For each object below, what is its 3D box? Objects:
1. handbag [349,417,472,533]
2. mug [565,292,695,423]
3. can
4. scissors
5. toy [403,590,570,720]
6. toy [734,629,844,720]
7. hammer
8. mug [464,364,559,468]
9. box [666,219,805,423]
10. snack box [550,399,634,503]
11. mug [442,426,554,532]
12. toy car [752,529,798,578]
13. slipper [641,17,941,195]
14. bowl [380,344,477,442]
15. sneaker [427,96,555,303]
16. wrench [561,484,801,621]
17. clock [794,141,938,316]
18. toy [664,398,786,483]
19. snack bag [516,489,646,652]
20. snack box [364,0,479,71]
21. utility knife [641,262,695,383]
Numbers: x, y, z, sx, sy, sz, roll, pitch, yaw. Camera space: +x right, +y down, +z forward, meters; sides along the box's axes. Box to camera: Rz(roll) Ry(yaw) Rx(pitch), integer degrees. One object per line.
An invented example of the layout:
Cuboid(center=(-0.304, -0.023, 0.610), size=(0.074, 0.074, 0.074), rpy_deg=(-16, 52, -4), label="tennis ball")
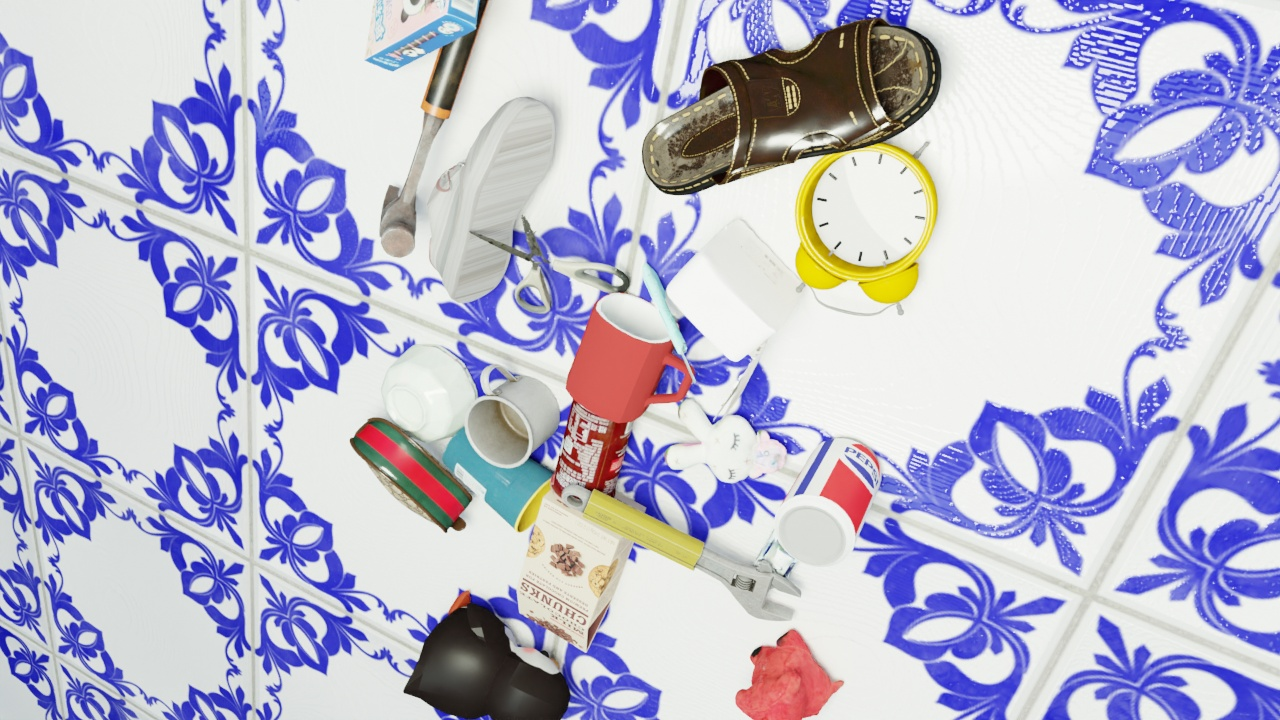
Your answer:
Cuboid(center=(-0.269, 0.136, 1.079), size=(0.166, 0.063, 0.138), rpy_deg=(48, 161, -22), label="handbag")
Cuboid(center=(-0.005, 0.005, 0.897), size=(0.116, 0.080, 0.097), rpy_deg=(32, 122, 16), label="mug")
Cuboid(center=(0.172, 0.125, 0.830), size=(0.070, 0.131, 0.070), rpy_deg=(10, 115, 23), label="can")
Cuboid(center=(-0.088, -0.088, 0.896), size=(0.157, 0.012, 0.171), rpy_deg=(7, 153, -5), label="scissors")
Cuboid(center=(-0.178, 0.393, 1.116), size=(0.184, 0.139, 0.159), rpy_deg=(21, 119, 17), label="toy")
Cuboid(center=(0.156, 0.358, 0.948), size=(0.094, 0.132, 0.088), rpy_deg=(44, 134, -7), label="toy")
Cuboid(center=(-0.190, -0.263, 0.881), size=(0.035, 0.137, 0.315), rpy_deg=(17, 110, -22), label="hammer")
Cuboid(center=(-0.140, 0.052, 0.992), size=(0.084, 0.070, 0.113), rpy_deg=(1, 111, 26), label="mug")
Cuboid(center=(0.082, -0.023, 0.833), size=(0.151, 0.106, 0.132), rpy_deg=(46, 129, -3), label="box")
Cuboid(center=(-0.049, 0.089, 0.963), size=(0.072, 0.072, 0.121), rpy_deg=(24, 119, 16), label="snack box")
Cuboid(center=(-0.160, 0.128, 1.036), size=(0.121, 0.078, 0.078), rpy_deg=(34, 122, 15), label="mug")
Cuboid(center=(0.142, 0.202, 0.941), size=(0.039, 0.027, 0.090), rpy_deg=(29, 121, 11), label="toy car")
Cuboid(center=(0.105, -0.202, 0.739), size=(0.269, 0.075, 0.113), rpy_deg=(-11, 77, 35), label="slipper")
Cuboid(center=(-0.250, 0.044, 1.051), size=(0.117, 0.061, 0.117), rpy_deg=(10, 114, 23), label="bowl")
Cuboid(center=(-0.161, -0.167, 0.894), size=(0.089, 0.099, 0.237), rpy_deg=(45, 130, 19), label="sneaker")
Cuboid(center=(0.042, 0.196, 0.944), size=(0.273, 0.018, 0.084), rpy_deg=(26, 133, -1), label="wrench")
Cuboid(center=(0.188, -0.112, 0.771), size=(0.114, 0.051, 0.152), rpy_deg=(15, 113, 20), label="clock")
Cuboid(center=(0.085, 0.086, 0.914), size=(0.123, 0.037, 0.079), rpy_deg=(11, 109, 19), label="toy")
Cuboid(center=(-0.076, 0.239, 1.042), size=(0.094, 0.069, 0.207), rpy_deg=(27, 121, 14), label="snack bag")
Cuboid(center=(-0.196, -0.326, 0.832), size=(0.154, 0.033, 0.088), rpy_deg=(-2, 79, 47), label="snack box")
Cuboid(center=(0.029, -0.034, 0.860), size=(0.022, 0.015, 0.141), rpy_deg=(84, 165, -56), label="utility knife")
